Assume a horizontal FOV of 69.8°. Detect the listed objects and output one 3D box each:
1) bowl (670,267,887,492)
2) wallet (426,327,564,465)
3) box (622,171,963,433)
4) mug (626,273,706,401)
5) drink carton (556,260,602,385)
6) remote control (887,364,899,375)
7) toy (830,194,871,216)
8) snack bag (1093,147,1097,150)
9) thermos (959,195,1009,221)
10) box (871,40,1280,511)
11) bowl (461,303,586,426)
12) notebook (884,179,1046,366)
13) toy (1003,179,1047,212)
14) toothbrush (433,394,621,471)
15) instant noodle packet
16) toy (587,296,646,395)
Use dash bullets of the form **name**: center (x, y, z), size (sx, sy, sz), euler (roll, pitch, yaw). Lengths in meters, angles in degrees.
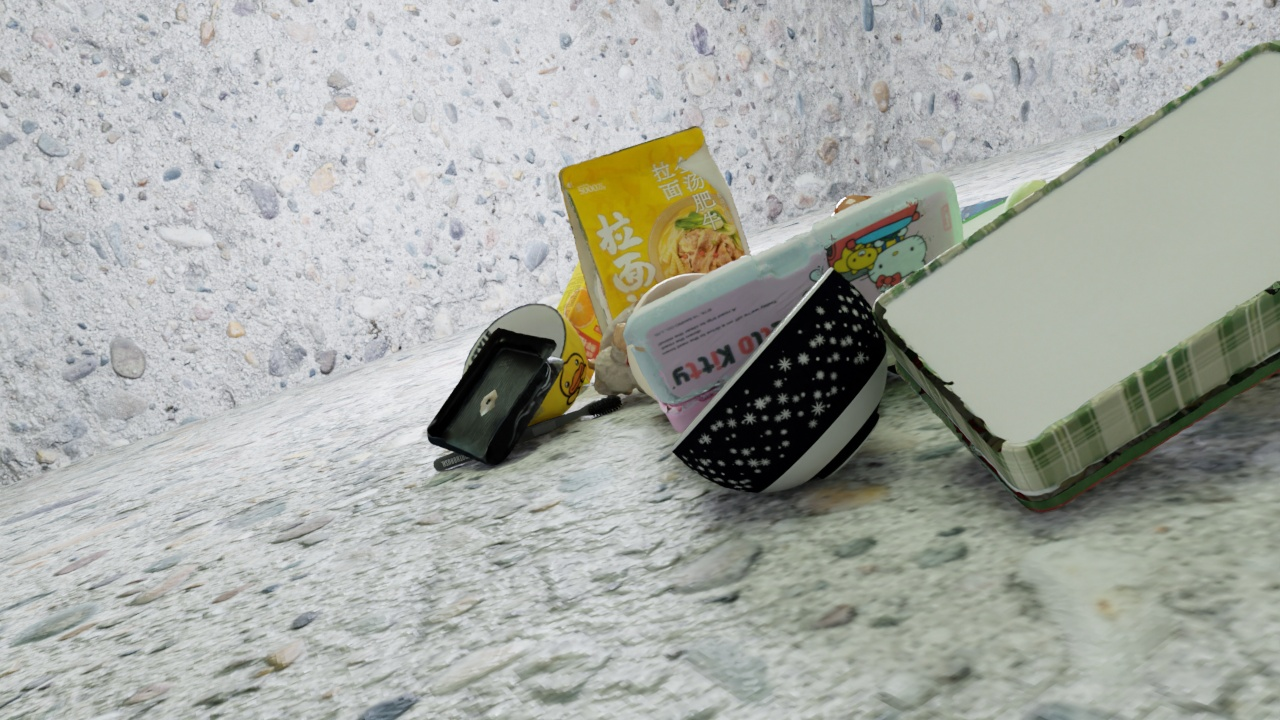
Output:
- **bowl**: center (0.079, 0.021, 0.452), size (0.120, 0.066, 0.120), euler (-48, -5, -5)
- **wallet**: center (-0.119, 0.030, 0.759), size (0.089, 0.026, 0.114), euler (14, 64, 44)
- **box**: center (0.098, -0.022, 0.551), size (0.201, 0.077, 0.146), euler (-26, -15, 2)
- **mug**: center (0.049, -0.012, 0.689), size (0.120, 0.096, 0.100), euler (-3, -3, -4)
- **drink carton**: center (-0.061, -0.043, 0.985), size (0.043, 0.058, 0.134), euler (-9, 53, 53)
- **remote control**: center (0.228, -0.020, 0.621), size (0.151, 0.020, 0.041), euler (-20, 8, -25)
- **toy**: center (0.140, -0.066, 0.642), size (0.127, 0.065, 0.095), euler (-41, -24, -17)
- **snack bag**: center (0.467, -0.142, 0.689), size (0.138, 0.066, 0.208), euler (19, -8, -40)
- **thermos**: center (0.292, -0.094, 0.807), size (0.233, 0.076, 0.091), euler (-11, -25, 41)
- **box**: center (0.206, -0.036, 0.363), size (0.205, 0.051, 0.117), euler (-36, 37, 6)
- **bowl**: center (-0.095, 0.014, 0.825), size (0.117, 0.067, 0.117), euler (-20, 50, 25)
- **notebook**: center (0.233, -0.069, 0.640), size (0.252, 0.010, 0.182), euler (-27, 16, -7)
- **toy**: center (0.298, -0.054, 0.457), size (0.197, 0.107, 0.150), euler (4, -2, 45)
- **toothbrush**: center (-0.094, 0.061, 0.774), size (0.167, 0.013, 0.013), euler (-19, 17, -10)
- **instant noodle packet**: center (0.023, -0.109, 0.930), size (0.162, 0.221, 0.084), euler (-21, 12, -14)
- **toy**: center (-0.005, 0.005, 0.806), size (0.106, 0.085, 0.074), euler (-38, 12, 50)
